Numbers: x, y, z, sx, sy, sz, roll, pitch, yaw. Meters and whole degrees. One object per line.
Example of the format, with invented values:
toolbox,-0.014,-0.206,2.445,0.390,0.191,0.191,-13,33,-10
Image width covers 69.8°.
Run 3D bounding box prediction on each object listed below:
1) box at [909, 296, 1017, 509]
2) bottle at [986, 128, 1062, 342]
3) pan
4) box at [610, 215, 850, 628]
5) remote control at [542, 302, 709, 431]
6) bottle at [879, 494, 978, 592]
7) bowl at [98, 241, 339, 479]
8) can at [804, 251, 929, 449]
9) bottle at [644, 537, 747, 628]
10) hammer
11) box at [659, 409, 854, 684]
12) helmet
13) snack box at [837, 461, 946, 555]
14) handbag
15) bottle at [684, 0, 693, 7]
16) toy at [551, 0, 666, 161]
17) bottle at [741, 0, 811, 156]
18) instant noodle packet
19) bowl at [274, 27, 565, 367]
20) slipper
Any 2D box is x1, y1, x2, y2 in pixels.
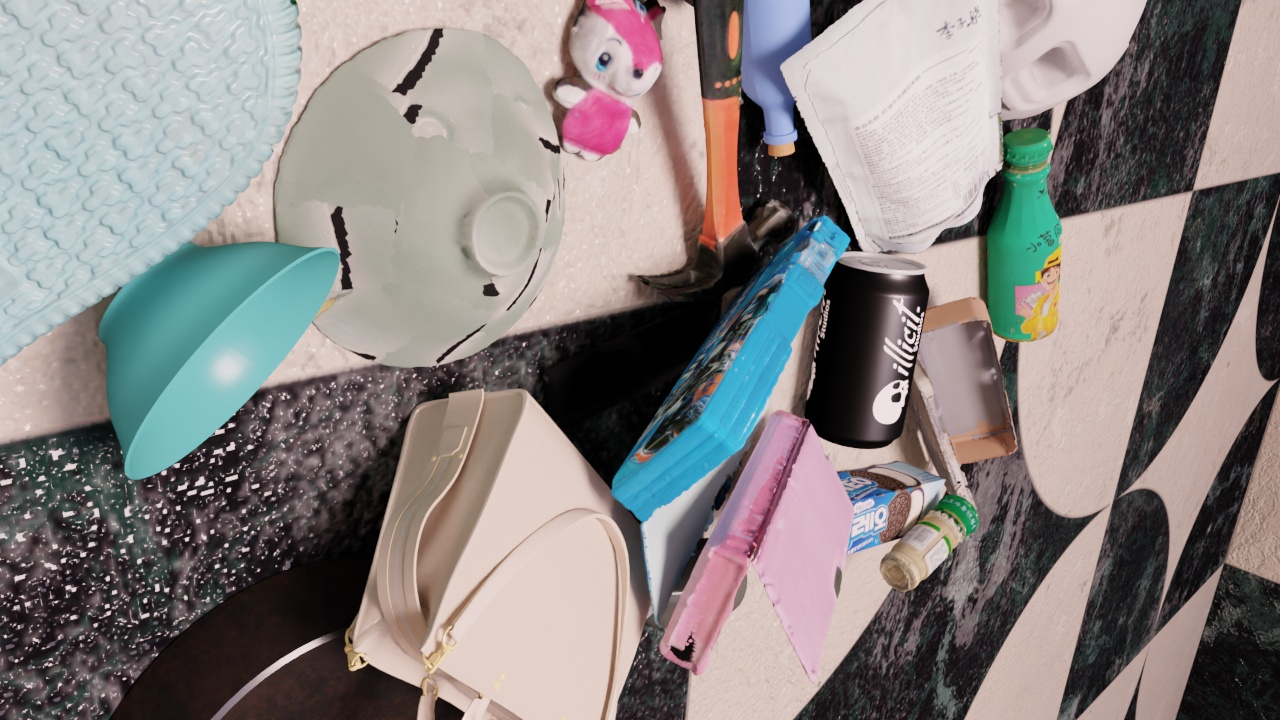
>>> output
box,0.310,0.040,0.878,0.107,0.095,0.216,-33,131,0
bottle,0.373,-0.120,0.892,0.068,0.068,0.210,-37,129,-29
pan,-0.169,0.280,0.533,0.248,0.043,0.356,-25,123,-36
box,0.051,0.023,0.583,0.242,0.063,0.175,-53,165,-49
remote control,-0.004,0.004,0.602,0.140,0.021,0.045,-26,125,-37
bottle,0.264,0.167,0.839,0.109,0.043,0.043,-33,127,-31
bowl,-0.183,-0.013,0.378,0.046,0.121,0.121,39,74,-5
can,0.181,-0.009,0.737,0.080,0.080,0.146,-11,114,-42
bottle,0.026,0.162,0.668,0.108,0.060,0.060,6,102,-46
hammer,0.043,-0.163,0.510,0.132,0.033,0.334,-39,146,-26
box,0.099,0.123,0.615,0.099,0.098,0.232,-67,170,21
helmet,0.296,-0.328,0.709,0.224,0.184,0.281,34,61,-51
snack box,0.196,0.134,0.827,0.225,0.059,0.059,0,107,-45
handbag,-0.072,0.146,0.489,0.195,0.101,0.197,56,36,-42
bottle,0.004,-0.245,0.479,0.160,0.056,0.056,22,90,-47
toy,-0.010,-0.160,0.509,0.065,0.050,0.102,7,107,-51
bottle,0.086,-0.196,0.587,0.047,0.048,0.131,-32,127,-32
instant noodle packet,0.192,-0.170,0.652,0.147,0.057,0.269,-35,148,7
bowl,-0.085,-0.071,0.455,0.173,0.068,0.174,-20,122,-37
slipper,-0.234,-0.058,0.314,0.276,0.069,0.116,-42,134,-4
